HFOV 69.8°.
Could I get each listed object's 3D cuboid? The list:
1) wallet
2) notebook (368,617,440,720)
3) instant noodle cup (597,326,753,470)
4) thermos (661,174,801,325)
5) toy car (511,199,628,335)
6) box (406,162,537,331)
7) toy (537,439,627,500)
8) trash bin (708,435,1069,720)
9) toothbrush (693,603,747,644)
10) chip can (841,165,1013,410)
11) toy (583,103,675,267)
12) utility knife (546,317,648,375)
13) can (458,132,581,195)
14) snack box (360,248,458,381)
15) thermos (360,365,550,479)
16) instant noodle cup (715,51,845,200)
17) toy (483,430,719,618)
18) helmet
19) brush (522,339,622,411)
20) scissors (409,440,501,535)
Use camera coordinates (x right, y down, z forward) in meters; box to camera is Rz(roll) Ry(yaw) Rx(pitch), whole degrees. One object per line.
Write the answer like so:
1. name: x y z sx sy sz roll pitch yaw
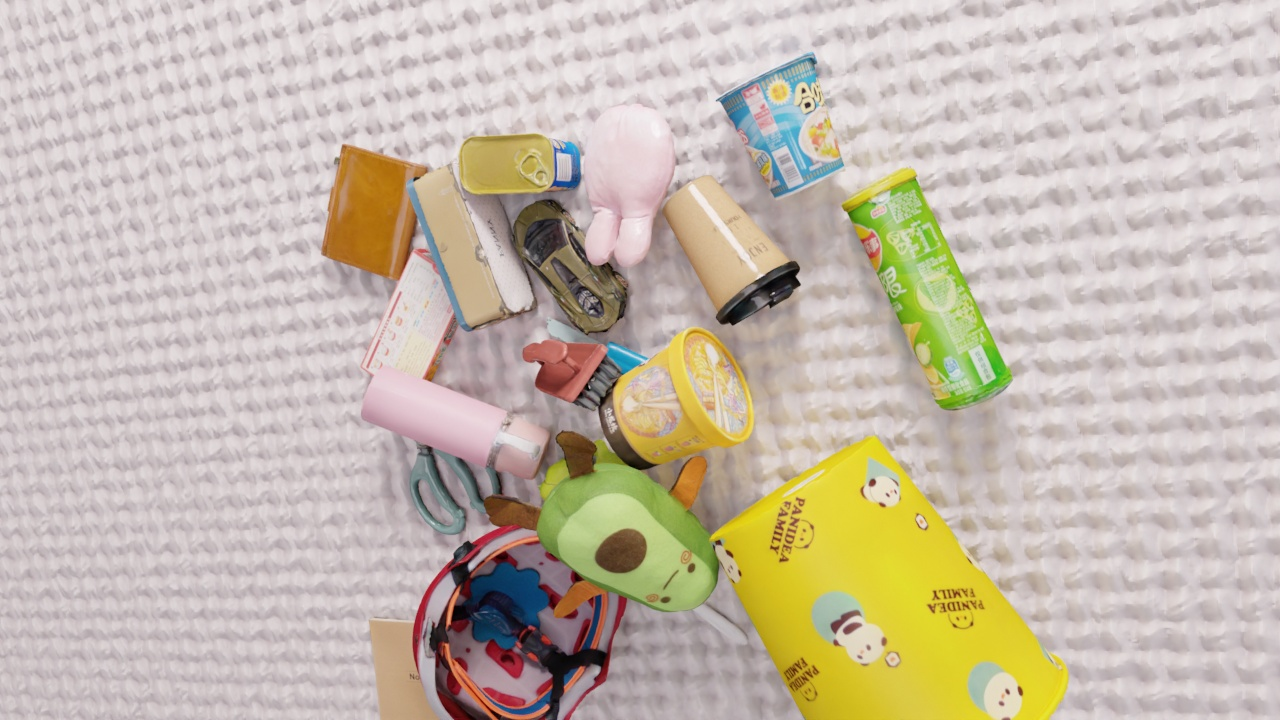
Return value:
1. wallet: -0.305 -0.167 1.018 0.119 0.035 0.131 19 103 14
2. notebook: -0.256 0.416 1.114 0.148 0.008 0.208 -1 99 18
3. instant noodle cup: 0.031 0.044 0.888 0.115 0.118 0.118 -28 90 30
4. thermos: 0.085 -0.104 0.880 0.093 0.093 0.143 -37 80 19
5. toy car: -0.076 -0.098 0.955 0.070 0.042 0.158 -42 83 19
6. box: -0.176 -0.125 0.957 0.061 0.089 0.184 -22 90 20
7. toy: -0.062 0.132 0.991 0.100 0.031 0.096 4 86 17
8. trash bin: 0.207 0.222 0.831 0.230 0.229 0.255 -36 81 19
9. toothbrush: 0.042 0.248 0.989 0.180 0.016 0.016 36 110 7
10. chip can: 0.261 -0.062 0.836 0.073 0.072 0.221 -26 90 20
11. toy: -0.017 -0.170 0.898 0.121 0.054 0.159 13 96 49
12. utility knife: -0.006 0.006 0.959 0.218 0.018 0.034 26 108 11
13. can: -0.119 -0.197 0.928 0.102 0.083 0.057 1 100 17
14. snack box: -0.249 -0.038 1.025 0.077 0.027 0.156 32 107 10
15. thermos: -0.197 0.068 0.983 0.198 0.087 0.067 22 78 3
16. instant noodle cup: 0.136 -0.211 0.844 0.099 0.099 0.110 -22 99 20
17. toy: -0.018 0.168 0.886 0.246 0.089 0.227 35 112 -22
18. helmet: -0.135 0.272 0.975 0.207 0.144 0.239 42 73 -18
19. brush: -0.078 0.006 0.924 0.069 0.146 0.063 37 80 -19
20. scissors: -0.221 0.108 1.047 0.144 0.019 0.180 -21 91 20
